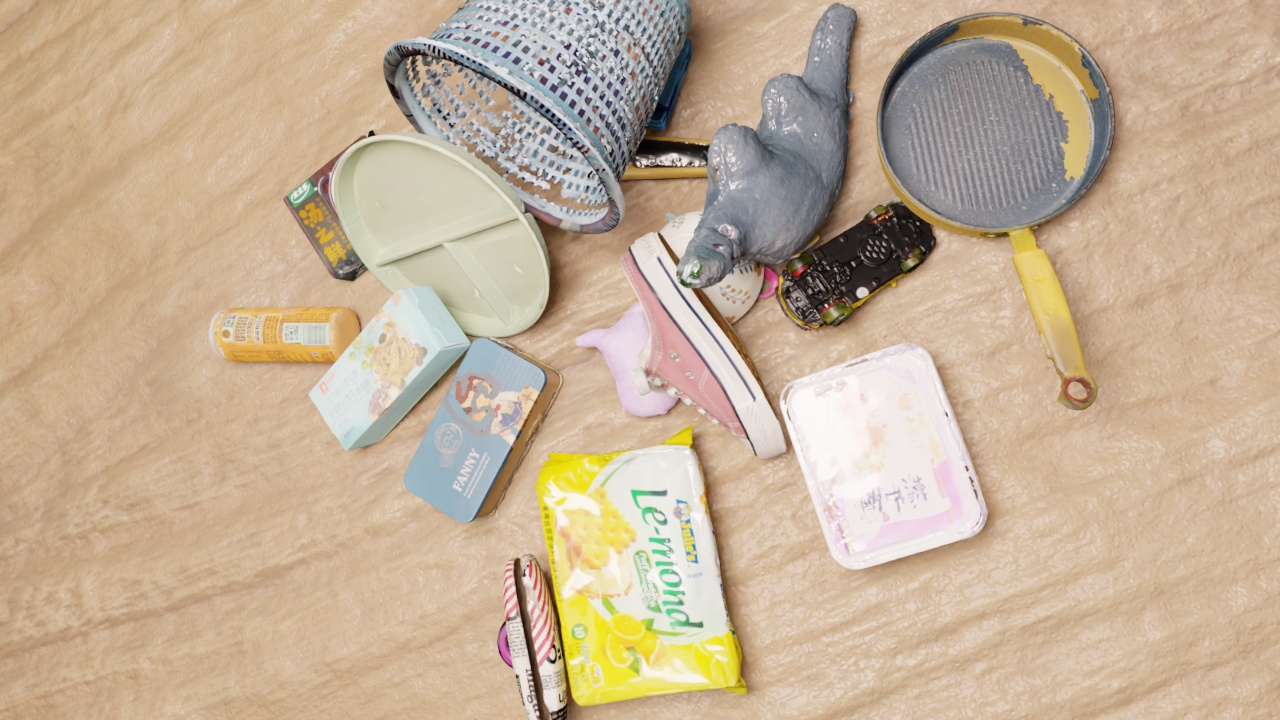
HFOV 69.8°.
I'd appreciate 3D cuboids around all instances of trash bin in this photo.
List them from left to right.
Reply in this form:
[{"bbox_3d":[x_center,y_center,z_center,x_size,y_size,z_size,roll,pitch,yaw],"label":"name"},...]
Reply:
[{"bbox_3d":[-0.065,-0.250,0.769,0.226,0.227,0.194,28,75,13],"label":"trash bin"}]

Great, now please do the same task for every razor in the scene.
[{"bbox_3d":[0.012,-0.195,0.878,0.167,0.067,0.062,3,86,7],"label":"razor"}]

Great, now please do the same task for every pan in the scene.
[{"bbox_3d":[0.318,-0.130,0.777,0.198,0.078,0.357,-11,81,7],"label":"pan"}]

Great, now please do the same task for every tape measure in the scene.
[{"bbox_3d":[-0.109,0.268,0.884,0.057,0.039,0.058,23,85,5],"label":"tape measure"}]

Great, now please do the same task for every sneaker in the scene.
[{"bbox_3d":[0.043,0.002,0.804,0.088,0.118,0.241,-31,115,12],"label":"sneaker"}]

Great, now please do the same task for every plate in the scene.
[{"bbox_3d":[-0.183,-0.114,0.858,0.230,0.231,0.027,20,50,14],"label":"plate"}]

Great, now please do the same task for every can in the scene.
[{"bbox_3d":[-0.369,-0.027,0.955,0.146,0.058,0.058,1,86,13],"label":"can"}]

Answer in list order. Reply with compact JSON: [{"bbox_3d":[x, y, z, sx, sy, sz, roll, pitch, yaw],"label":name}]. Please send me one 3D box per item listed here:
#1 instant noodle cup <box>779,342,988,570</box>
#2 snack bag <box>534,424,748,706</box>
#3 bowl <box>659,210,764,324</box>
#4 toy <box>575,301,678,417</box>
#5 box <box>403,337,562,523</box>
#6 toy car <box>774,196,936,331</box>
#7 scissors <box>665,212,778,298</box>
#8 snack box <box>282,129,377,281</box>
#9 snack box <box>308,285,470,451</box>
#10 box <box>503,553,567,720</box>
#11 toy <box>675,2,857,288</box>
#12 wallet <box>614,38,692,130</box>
[{"bbox_3d":[0.212,0.083,0.811,0.138,0.060,0.173,-20,83,11],"label":"instant noodle cup"},{"bbox_3d":[-0.001,0.194,0.849,0.158,0.068,0.246,-12,84,13],"label":"snack bag"},{"bbox_3d":[0.053,-0.086,0.849,0.114,0.062,0.113,-1,88,22],"label":"bowl"},{"bbox_3d":[-0.005,0.005,0.877,0.084,0.039,0.108,-27,86,5],"label":"toy"},{"bbox_3d":[-0.156,0.072,0.898,0.090,0.062,0.184,26,91,14],"label":"box"},{"bbox_3d":[0.197,-0.086,0.833,0.155,0.041,0.071,-34,79,-6],"label":"toy car"},{"bbox_3d":[0.081,-0.113,0.879,0.133,0.017,0.133,33,98,17],"label":"scissors"},{"bbox_3d":[-0.299,-0.165,0.956,0.113,0.053,0.125,-36,84,9],"label":"snack box"},{"bbox_3d":[-0.249,0.009,0.904,0.175,0.051,0.074,-43,78,26],"label":"snack box"},{"bbox_3d":[-0.089,0.256,0.832,0.060,0.072,0.164,-12,86,19],"label":"box"},{"bbox_3d":[0.121,-0.163,0.797,0.091,0.138,0.355,13,54,30],"label":"toy"},{"bbox_3d":[-0.025,-0.277,0.892,0.133,0.040,0.106,11,65,14],"label":"wallet"}]
